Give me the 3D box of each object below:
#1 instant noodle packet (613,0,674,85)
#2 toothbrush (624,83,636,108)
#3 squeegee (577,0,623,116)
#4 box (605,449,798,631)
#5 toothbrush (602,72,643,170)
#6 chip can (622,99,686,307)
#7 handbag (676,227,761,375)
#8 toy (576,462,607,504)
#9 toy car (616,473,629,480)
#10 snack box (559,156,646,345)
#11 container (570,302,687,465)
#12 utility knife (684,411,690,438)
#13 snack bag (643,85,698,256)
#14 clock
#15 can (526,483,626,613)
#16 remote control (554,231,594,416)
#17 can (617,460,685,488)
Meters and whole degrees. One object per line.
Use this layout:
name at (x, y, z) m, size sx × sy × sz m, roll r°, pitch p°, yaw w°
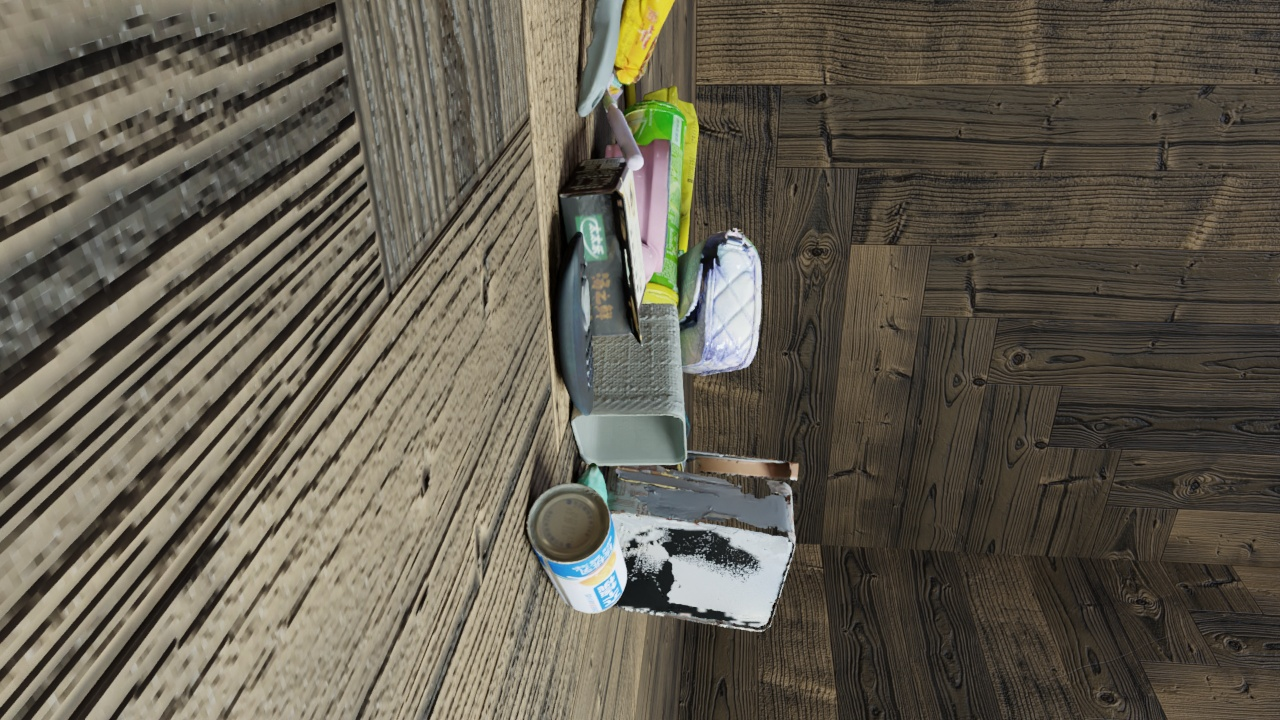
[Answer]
instant noodle packet at (0.006, -0.316, 0.772) m, size 0.129 × 0.044 × 0.110 m, roll 119°, pitch -26°, yaw -55°
toothbrush at (-0.010, -0.333, 0.974) m, size 0.015 × 0.016 × 0.190 m, roll -81°, pitch 171°, yaw -48°
squeegee at (-0.025, -0.310, 0.716) m, size 0.246 × 0.039 × 0.246 m, roll 55°, pitch 38°, yaw -82°
box at (0.049, 0.132, 0.883) m, size 0.177 × 0.182 × 0.153 m, roll -80°, pitch 180°, yaw -56°
toothbrush at (-0.015, -0.195, 0.749) m, size 0.189 × 0.021 × 0.029 m, roll -103°, pitch -177°, yaw -55°
chip can at (0.008, -0.158, 0.937) m, size 0.072 × 0.072 × 0.221 m, roll 75°, pitch 18°, yaw -72°
handbag at (0.063, -0.054, 0.970) m, size 0.194 × 0.075 × 0.134 m, roll 161°, pitch -67°, yaw -75°
toy at (-0.040, 0.127, 0.756) m, size 0.096 × 0.030 × 0.092 m, roll -93°, pitch -174°, yaw -86°
toy car at (-0.013, 0.067, 0.988) m, size 0.056 × 0.037 × 0.122 m, roll 73°, pitch 19°, yaw -78°
snack box at (-0.023, -0.085, 0.695) m, size 0.125 × 0.053 × 0.113 m, roll -75°, pitch 160°, yaw -64°
container at (-0.006, 0.018, 0.770) m, size 0.090 × 0.090 × 0.114 m, roll 83°, pitch 7°, yaw -58°
utility knife at (0.011, -0.010, 0.943) m, size 0.029 × 0.013 × 0.207 m, roll -38°, pitch -114°, yaw 46°
snack bag at (0.029, -0.201, 1.112) m, size 0.247 × 0.068 × 0.158 m, roll 91°, pitch 4°, yaw -78°
clock at (-0.007, -0.120, 0.819) m, size 0.117 × 0.060 × 0.158 m, roll -129°, pitch -138°, yaw -87°
can at (-0.040, 0.132, 0.625) m, size 0.135 × 0.053 × 0.053 m, roll 82°, pitch 11°, yaw -61°
remote control at (-0.047, -0.024, 0.648) m, size 0.053 × 0.024 × 0.137 m, roll -83°, pitch 172°, yaw -62°
can at (0.016, 0.123, 1.091) m, size 0.111 × 0.075 × 0.075 m, roll -34°, pitch 126°, yaw -84°
